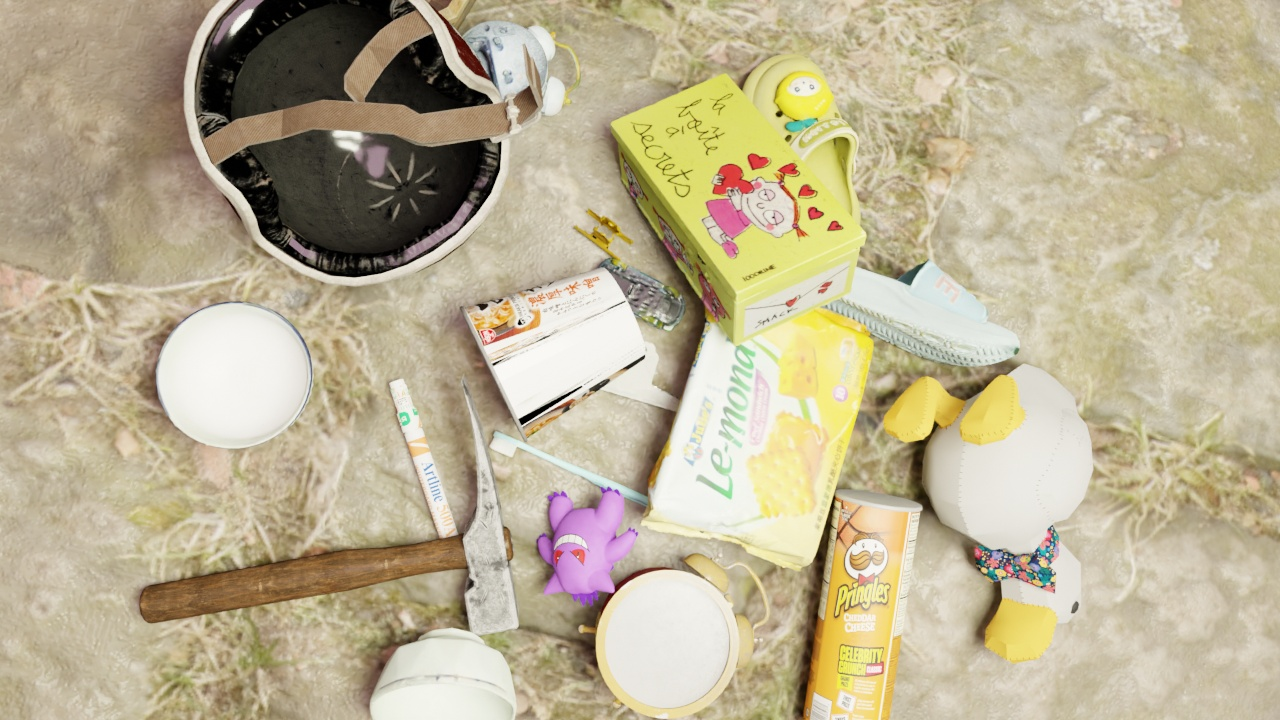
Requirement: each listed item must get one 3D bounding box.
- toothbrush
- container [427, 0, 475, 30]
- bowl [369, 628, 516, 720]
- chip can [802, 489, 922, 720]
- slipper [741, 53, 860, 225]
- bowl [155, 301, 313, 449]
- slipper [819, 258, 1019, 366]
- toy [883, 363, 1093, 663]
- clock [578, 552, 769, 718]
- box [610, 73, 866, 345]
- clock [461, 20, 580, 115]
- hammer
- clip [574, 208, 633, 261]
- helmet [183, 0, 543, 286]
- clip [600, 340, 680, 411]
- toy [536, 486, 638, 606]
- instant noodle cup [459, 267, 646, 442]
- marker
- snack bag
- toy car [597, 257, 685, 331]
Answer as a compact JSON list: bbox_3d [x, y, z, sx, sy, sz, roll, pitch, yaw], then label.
[{"bbox_3d":[-0.049,0.105,0.817,0.180,0.016,0.016,23,79,-6],"label":"toothbrush"},{"bbox_3d":[-0.161,-0.407,0.751,0.157,0.186,0.249,30,82,-6],"label":"container"},{"bbox_3d":[-0.158,0.259,0.750,0.117,0.118,0.061,6,47,-9],"label":"bowl"},{"bbox_3d":[0.193,0.227,0.804,0.075,0.075,0.215,8,92,-9],"label":"chip can"},{"bbox_3d":[0.153,-0.193,0.841,0.091,0.081,0.190,-17,91,-8],"label":"slipper"},{"bbox_3d":[-0.326,0.014,0.755,0.118,0.062,0.118,1,85,-9],"label":"bowl"},{"bbox_3d":[0.235,-0.061,0.835,0.245,0.104,0.074,23,85,-2],"label":"slipper"},{"bbox_3d":[0.336,0.116,0.825,0.267,0.141,0.246,48,61,-27],"label":"toy"},{"bbox_3d":[0.034,0.228,0.787,0.158,0.081,0.117,-25,86,-7],"label":"clock"},{"bbox_3d":[0.075,-0.134,0.776,0.124,0.082,0.221,-23,61,-10],"label":"box"},{"bbox_3d":[-0.111,-0.254,0.814,0.117,0.057,0.083,-11,87,-10],"label":"clock"},{"bbox_3d":[-0.260,0.139,0.751,0.300,0.037,0.218,-9,102,-5],"label":"hammer"},{"bbox_3d":[-0.034,-0.112,0.823,0.054,0.049,0.044,38,115,-6],"label":"clip"},{"bbox_3d":[-0.207,-0.177,0.689,0.233,0.253,0.233,-32,76,-3],"label":"helmet"},{"bbox_3d":[-0.006,0.007,0.834,0.101,0.046,0.056,17,87,-8],"label":"clip"},{"bbox_3d":[-0.046,0.161,0.785,0.056,0.106,0.087,48,43,-42],"label":"toy"},{"bbox_3d":[-0.068,-0.014,0.766,0.121,0.124,0.123,-26,90,-9],"label":"instant noodle cup"},{"bbox_3d":[-0.188,0.087,0.795,0.017,0.017,0.145,-19,89,-10],"label":"marker"},{"bbox_3d":[0.104,0.051,0.811,0.159,0.068,0.247,22,79,-12],"label":"snack bag"},{"bbox_3d":[-0.002,-0.059,0.831,0.090,0.027,0.038,28,82,-1],"label":"toy car"}]
